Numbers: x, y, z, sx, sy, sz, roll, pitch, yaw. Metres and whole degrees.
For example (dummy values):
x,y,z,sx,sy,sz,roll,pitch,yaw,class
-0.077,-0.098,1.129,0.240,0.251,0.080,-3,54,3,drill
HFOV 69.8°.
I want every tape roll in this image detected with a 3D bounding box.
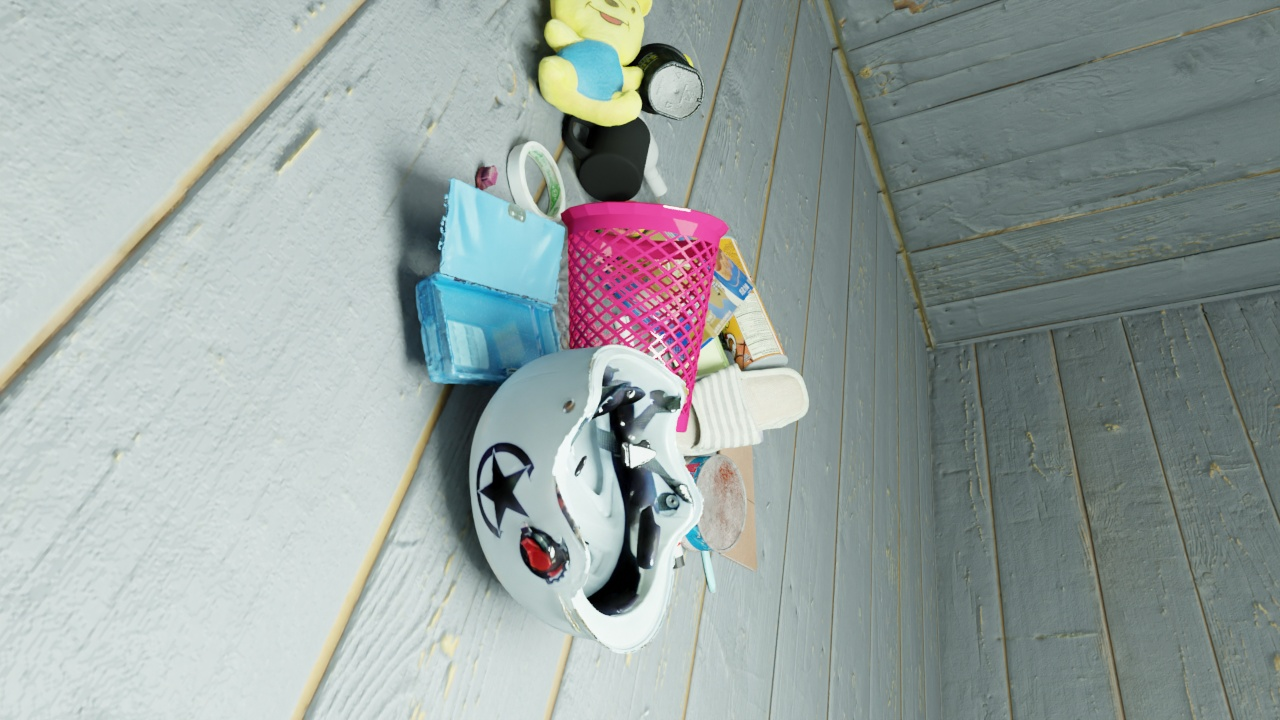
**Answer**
x,y,z,sx,sy,sz,roll,pitch,yaw,class
-0.114,-0.194,1.012,0.094,0.018,0.093,38,47,-56,tape roll

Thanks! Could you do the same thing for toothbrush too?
x,y,z,sx,sy,sz,roll,pitch,yaw,class
0.085,0.233,1.268,0.016,0.017,0.180,-14,93,-62,toothbrush
-0.163,-0.119,0.876,0.016,0.016,0.189,53,35,-45,toothbrush

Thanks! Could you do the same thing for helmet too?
x,y,z,sx,sy,sz,roll,pitch,yaw,class
-0.062,0.121,0.820,0.236,0.164,0.264,-14,99,-61,helmet

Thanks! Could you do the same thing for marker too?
x,y,z,sx,sy,sz,roll,pitch,yaw,class
0.032,0.192,1.164,0.019,0.019,0.145,-23,101,-65,marker
-0.007,0.007,1.157,0.017,0.020,0.133,-39,115,-59,marker

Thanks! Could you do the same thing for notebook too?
x,y,z,sx,sy,sz,roll,pitch,yaw,class
0.149,0.209,1.423,0.141,0.008,0.208,39,46,-55,notebook

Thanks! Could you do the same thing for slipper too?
x,y,z,sx,sy,sz,roll,pitch,yaw,class
0.136,0.063,1.264,0.272,0.054,0.114,-13,80,-36,slipper

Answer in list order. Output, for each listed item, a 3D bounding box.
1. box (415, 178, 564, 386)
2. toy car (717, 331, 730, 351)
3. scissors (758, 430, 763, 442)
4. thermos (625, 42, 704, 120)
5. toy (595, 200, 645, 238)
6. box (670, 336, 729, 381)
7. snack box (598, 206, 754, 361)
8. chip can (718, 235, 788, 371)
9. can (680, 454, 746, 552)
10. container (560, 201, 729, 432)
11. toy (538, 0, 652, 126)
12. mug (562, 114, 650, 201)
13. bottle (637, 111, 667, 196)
x,y,z,sx,sy,sz,roll,pitch,yaw,class
-0.132,-0.060,0.862,0.231,0.048,0.176,12,77,-70,box
0.130,-0.035,1.449,0.091,0.036,0.042,-1,80,-65,toy car
0.149,0.054,1.385,0.172,0.013,0.171,55,-8,40,scissors
0.033,-0.366,1.209,0.220,0.098,0.098,-107,176,-68,thermos
-0.020,-0.171,1.135,0.103,0.084,0.046,-32,103,-76,toy
0.102,0.026,1.325,0.090,0.078,0.188,-67,141,-51,box
0.053,-0.103,1.202,0.155,0.069,0.202,46,29,-2,snack box
0.148,-0.080,1.390,0.075,0.075,0.215,28,38,-60,chip can
0.091,0.192,1.232,0.129,0.044,0.130,13,73,-52,can
-0.005,-0.039,0.997,0.183,0.183,0.225,12,81,-64,container
-0.061,-0.381,1.108,0.148,0.084,0.213,21,58,-33,toy
-0.045,-0.261,1.134,0.113,0.078,0.087,30,48,-24,mug
-0.013,-0.302,1.234,0.195,0.053,0.052,58,32,-39,bottle
